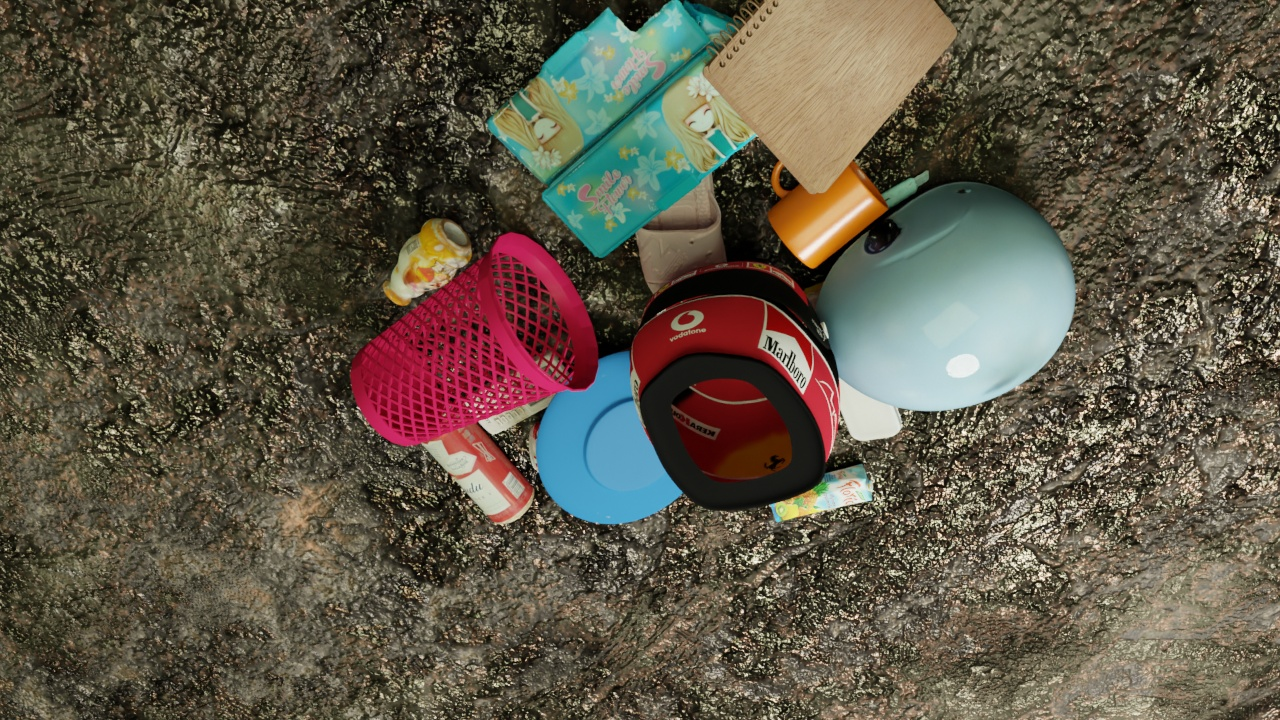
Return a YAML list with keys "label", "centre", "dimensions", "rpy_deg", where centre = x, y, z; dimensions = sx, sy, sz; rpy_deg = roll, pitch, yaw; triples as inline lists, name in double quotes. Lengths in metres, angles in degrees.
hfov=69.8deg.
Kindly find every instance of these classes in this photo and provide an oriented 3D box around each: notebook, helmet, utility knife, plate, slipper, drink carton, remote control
- label: "notebook"
  centre: [0.173, -0.286, 0.839]
  dimensions: [0.169, 0.022, 0.210]
  rpy_deg: [43, 83, -19]
- label: "helmet"
  centre: [0.094, 0.011, 0.925]
  dimensions: [0.198, 0.224, 0.271]
  rpy_deg: [-16, 131, 17]
- label: "utility knife"
  centre: [0.251, -0.164, 0.970]
  dimensions: [0.120, 0.015, 0.022]
  rpy_deg: [-31, 82, 19]
- label: "plate"
  centre: [-0.011, 0.097, 1.078]
  dimensions: [0.224, 0.024, 0.225]
  rpy_deg: [-8, 113, -20]
- label: "slipper"
  centre: [0.039, -0.147, 0.967]
  dimensions: [0.094, 0.064, 0.240]
  rpy_deg: [-5, 118, 7]
- label: "drink carton"
  centre: [0.225, 0.165, 1.148]
  dimensions: [0.129, 0.038, 0.044]
  rpy_deg: [-16, 118, 13]
- label: "remote control"
  centre: [-0.145, 0.039, 1.111]
  dimensions: [0.139, 0.025, 0.060]
  rpy_deg: [-28, 114, 19]
- label: "helmet"
  centre: [0.313, -0.050, 0.933]
  dimensions: [0.266, 0.166, 0.225]
  rpy_deg: [-32, 114, 11]

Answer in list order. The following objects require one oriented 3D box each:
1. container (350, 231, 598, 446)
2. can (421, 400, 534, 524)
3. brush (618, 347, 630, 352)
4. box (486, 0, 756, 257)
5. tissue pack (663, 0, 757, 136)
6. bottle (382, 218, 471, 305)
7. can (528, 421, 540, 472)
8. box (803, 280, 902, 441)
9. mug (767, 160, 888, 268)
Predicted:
- label: "container"
  centre: [-0.191, -0.006, 1.005]
  dimensions: [0.226, 0.182, 0.183]
  rpy_deg: [-26, 115, 22]
- label: "can"
  centre: [-0.205, 0.128, 1.144]
  dimensions: [0.067, 0.067, 0.170]
  rpy_deg: [-28, 114, 19]
- label: "brush"
  centre: [-0.007, 0.006, 1.086]
  dimensions: [0.126, 0.017, 0.048]
  rpy_deg: [-22, 116, 16]
- label: "box"
  centre: [-0.016, -0.229, 0.880]
  dimensions: [0.227, 0.039, 0.182]
  rpy_deg: [-35, 110, 27]
- label: "tissue pack"
  centre: [0.088, -0.278, 0.887]
  dimensions: [0.144, 0.061, 0.093]
  rpy_deg: [20, 120, -6]
- label: "bottle"
  centre: [-0.238, -0.106, 1.013]
  dimensions: [0.109, 0.063, 0.063]
  rpy_deg: [-39, 110, 23]
- label: "can"
  centre: [-0.079, 0.103, 1.121]
  dimensions: [0.105, 0.064, 0.064]
  rpy_deg: [-6, 119, 8]
- label: "box"
  centre: [0.242, 0.005, 1.051]
  dimensions: [0.066, 0.044, 0.210]
  rpy_deg: [-19, 117, 16]
- label: "mug"
  centre: [0.181, -0.168, 0.944]
  dimensions: [0.096, 0.077, 0.112]
  rpy_deg: [-40, 82, 23]
